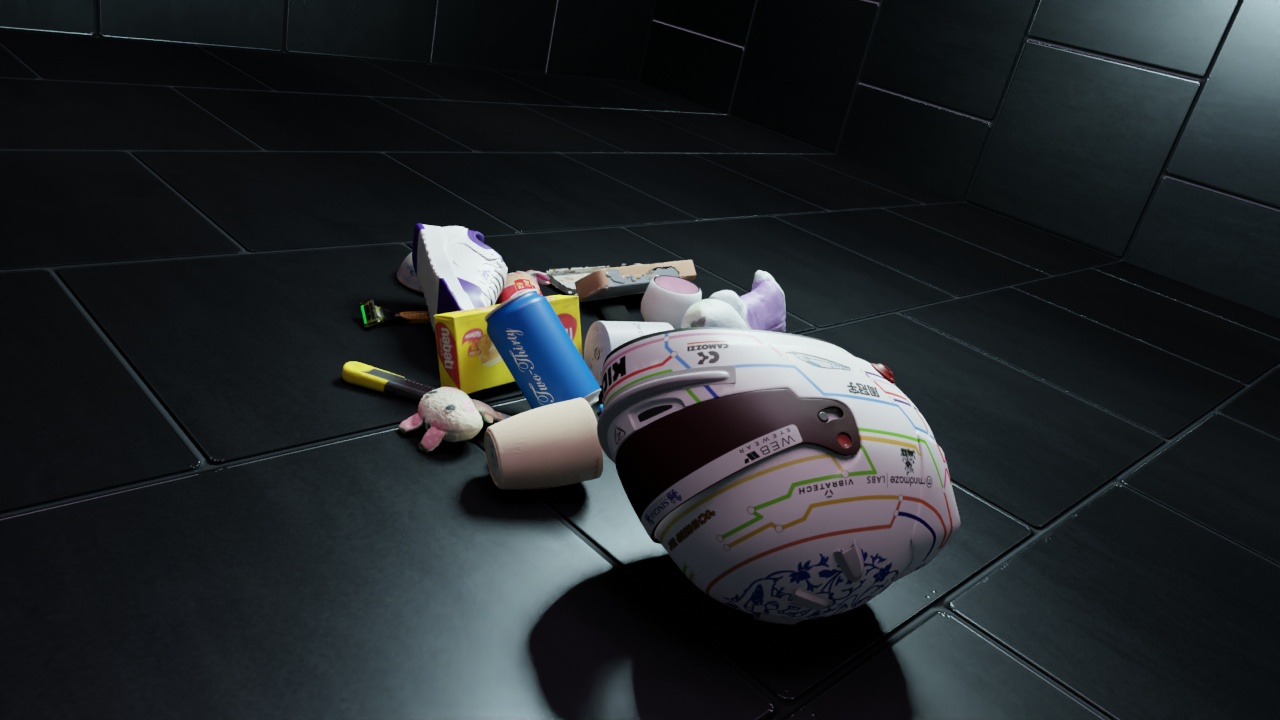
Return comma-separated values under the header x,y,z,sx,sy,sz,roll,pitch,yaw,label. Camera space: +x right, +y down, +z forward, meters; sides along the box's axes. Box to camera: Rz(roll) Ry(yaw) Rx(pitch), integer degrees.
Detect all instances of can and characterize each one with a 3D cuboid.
x,y,z,sx,sy,sz,roll,pitch,yaw,label
-0.111,-0.001,1.043,0.146,0.079,0.078,59,35,3,can
-0.162,-0.070,1.258,0.066,0.067,0.124,5,25,-18,can

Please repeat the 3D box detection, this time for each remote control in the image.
x,y,z,sx,sy,sz,roll,pitch,yaw,label
-0.028,-0.056,1.354,0.045,0.021,0.140,6,24,-19,remote control

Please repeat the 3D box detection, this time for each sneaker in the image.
x,y,z,sx,sy,sz,roll,pitch,yaw,label
-0.221,-0.094,1.212,0.111,0.092,0.244,-5,46,-27,sneaker

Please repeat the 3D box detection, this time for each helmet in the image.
x,y,z,sx,sy,sz,roll,pitch,yaw,label
0.120,0.109,0.811,0.314,0.232,0.235,6,56,-25,helmet

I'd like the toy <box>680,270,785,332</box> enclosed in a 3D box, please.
x,y,z,sx,sy,sz,roll,pitch,yaw,label
0.125,-0.032,1.237,0.085,0.138,0.208,25,36,32,toy

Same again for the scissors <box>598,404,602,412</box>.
x,y,z,sx,sy,sz,roll,pitch,yaw,label
-0.029,0.083,1.058,0.130,0.014,0.125,-2,29,-30,scissors

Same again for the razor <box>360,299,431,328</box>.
x,y,z,sx,sy,sz,roll,pitch,yaw,label
-0.297,-0.059,1.222,0.144,0.021,0.044,-1,47,-27,razor

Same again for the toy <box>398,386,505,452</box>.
x,y,z,sx,sy,sz,roll,pitch,yaw,label
-0.201,0.058,0.985,0.112,0.050,0.087,-23,36,-28,toy

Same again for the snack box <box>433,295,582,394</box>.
x,y,z,sx,sy,sz,roll,pitch,yaw,label
-0.156,-0.023,1.121,0.042,0.092,0.200,6,14,42,snack box

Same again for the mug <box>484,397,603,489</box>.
x,y,z,sx,sy,sz,roll,pitch,yaw,label
-0.106,0.089,0.940,0.104,0.085,0.112,-11,4,-22,mug

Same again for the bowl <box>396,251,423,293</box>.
x,y,z,sx,sy,sz,roll,pitch,yaw,label
-0.285,-0.145,1.366,0.150,0.057,0.150,7,22,-3,bowl

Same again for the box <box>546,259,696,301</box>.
x,y,z,sx,sy,sz,roll,pitch,yaw,label
-0.030,-0.134,1.490,0.216,0.071,0.157,-12,22,-43,box

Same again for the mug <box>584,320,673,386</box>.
x,y,z,sx,sy,sz,roll,pitch,yaw,label
-0.007,0.007,1.172,0.096,0.083,0.119,0,56,-27,mug

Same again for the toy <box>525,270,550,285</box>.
x,y,z,sx,sy,sz,roll,pitch,yaw,label
-0.184,-0.100,1.349,0.066,0.050,0.102,-13,7,42,toy

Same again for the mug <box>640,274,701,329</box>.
x,y,z,sx,sy,sz,roll,pitch,yaw,label
0.039,-0.086,1.386,0.090,0.076,0.124,1,27,-25,mug

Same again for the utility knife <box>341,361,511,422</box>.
x,y,z,sx,sy,sz,roll,pitch,yaw,label
-0.227,0.043,1.042,0.234,0.020,0.028,17,27,3,utility knife
